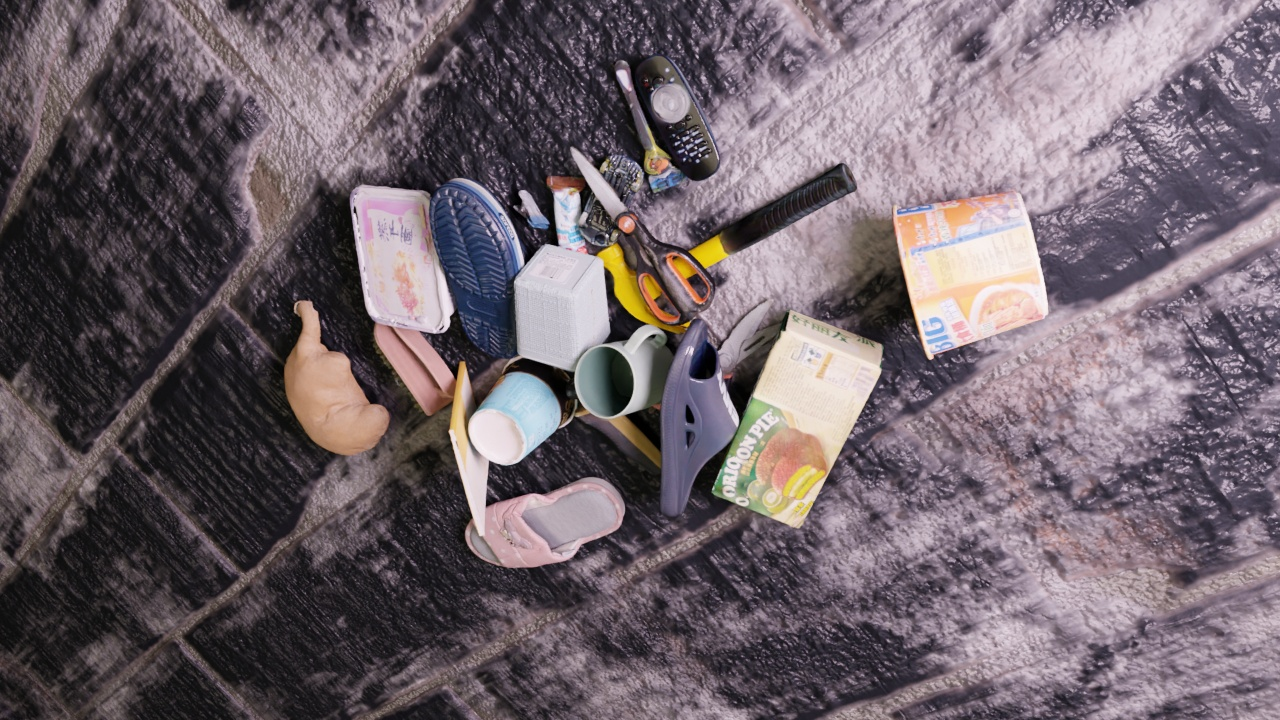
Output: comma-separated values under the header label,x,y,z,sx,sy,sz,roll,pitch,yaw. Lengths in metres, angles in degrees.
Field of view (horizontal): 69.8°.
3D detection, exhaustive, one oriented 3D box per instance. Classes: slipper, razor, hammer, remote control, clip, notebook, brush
label,x,y,z,sx,sy,sz,roll,pitch,yaw
slipper,-0.169,-0.109,1.080,0.105,0.095,0.253,14,138,18
razor,0.004,-0.248,0.971,0.043,0.022,0.143,-14,109,27
hammer,0.094,-0.126,0.990,0.302,0.032,0.129,-27,104,32
remote control,0.041,-0.252,0.951,0.053,0.024,0.136,-20,105,32
razor,-0.023,0.079,1.141,0.067,0.062,0.167,-45,100,3
clip,-0.125,-0.173,1.055,0.057,0.024,0.028,54,128,33
notebook,-0.213,0.105,1.150,0.010,0.206,0.146,-12,113,-3
slipper,0.072,0.072,1.045,0.083,0.110,0.269,11,125,11
slipper,-0.140,0.232,1.264,0.275,0.054,0.114,-21,106,30
brush,-0.294,-0.002,1.200,0.145,0.063,0.073,55,139,-3

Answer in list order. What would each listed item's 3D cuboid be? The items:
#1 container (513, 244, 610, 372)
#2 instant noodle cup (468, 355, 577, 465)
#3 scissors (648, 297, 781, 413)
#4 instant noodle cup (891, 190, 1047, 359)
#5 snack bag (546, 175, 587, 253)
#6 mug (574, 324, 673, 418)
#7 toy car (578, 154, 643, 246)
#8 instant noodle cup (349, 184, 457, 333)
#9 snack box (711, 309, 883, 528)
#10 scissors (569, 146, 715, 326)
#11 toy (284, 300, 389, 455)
label,x,y,z,sx,sy,sz,roll,pitch,yaw
container,-0.090,-0.064,1.051,0.090,0.089,0.112,16,135,16
instant noodle cup,-0.152,0.066,1.142,0.111,0.120,0.111,10,119,18
scissors,0.094,0.016,1.075,0.197,0.015,0.214,4,116,22
instant noodle cup,0.308,-0.086,0.858,0.112,0.151,0.151,-13,110,20
snack bag,-0.083,-0.159,1.052,0.048,0.026,0.104,6,118,11
mug,-0.006,0.006,1.049,0.082,0.106,0.112,39,116,23
toy car,-0.032,-0.177,1.017,0.049,0.031,0.106,29,118,6
instant noodle cup,-0.278,-0.128,1.119,0.138,0.060,0.174,10,113,30
snack box,0.173,0.070,1.033,0.114,0.063,0.241,21,123,5
scissors,-0.017,-0.130,1.003,0.235,0.021,0.125,37,125,2
toy,-0.442,0.031,1.279,0.144,0.082,0.226,-25,101,26
